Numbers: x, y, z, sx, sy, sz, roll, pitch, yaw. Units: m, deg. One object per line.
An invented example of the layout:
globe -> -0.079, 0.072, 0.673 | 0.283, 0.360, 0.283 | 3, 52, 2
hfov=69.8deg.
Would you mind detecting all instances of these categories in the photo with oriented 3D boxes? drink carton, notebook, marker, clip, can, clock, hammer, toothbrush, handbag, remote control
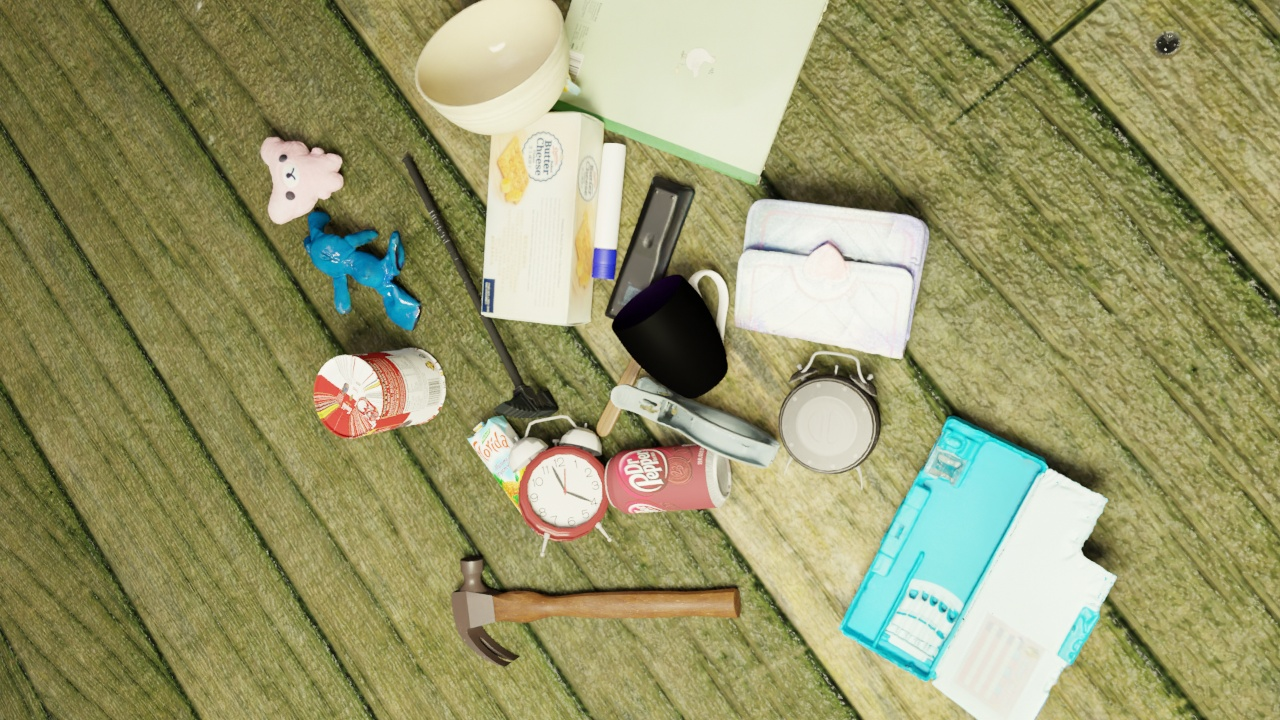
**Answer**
drink carton -> -0.131, 0.118, 0.975 | 0.044, 0.038, 0.129 | -41, 81, 19
notebook -> 0.033, -0.298, 0.893 | 0.253, 0.010, 0.182 | 25, 103, 18
marker -> -0.031, -0.149, 0.922 | 0.023, 0.027, 0.133 | 7, 95, 21
clip -> 0.059, 0.057, 0.894 | 0.163, 0.107, 0.028 | 24, 101, 14
can -> -0.277, 0.033, 0.984 | 0.087, 0.116, 0.086 | 2, 95, 21
clock -> -0.080, 0.124, 0.929 | 0.096, 0.048, 0.137 | -10, 76, -11
clock -> 0.176, 0.052, 0.846 | 0.091, 0.043, 0.123 | 9, 97, 20
hammer -> -0.054, 0.259, 0.962 | 0.324, 0.033, 0.115 | -7, 90, 21
toothbrush -> -0.005, 0.005, 0.929 | 0.016, 0.016, 0.167 | 31, 105, 18
can -> 0.027, 0.116, 0.899 | 0.114, 0.063, 0.063 | -7, 91, 22
hammer -> -0.185, -0.083, 0.967 | 0.015, 0.094, 0.324 | -34, 75, 21
handbag -> 0.170, -0.076, 0.827 | 0.159, 0.069, 0.126 | 12, 100, 18
remote control -> 0.007, -0.106, 0.911 | 0.047, 0.022, 0.150 | 24, 103, 18

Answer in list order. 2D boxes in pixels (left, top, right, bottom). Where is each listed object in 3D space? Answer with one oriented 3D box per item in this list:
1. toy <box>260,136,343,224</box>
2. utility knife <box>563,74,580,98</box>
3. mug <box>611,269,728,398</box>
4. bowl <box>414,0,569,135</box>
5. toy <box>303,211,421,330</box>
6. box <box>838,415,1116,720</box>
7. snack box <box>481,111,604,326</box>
toy -> -0.383, -0.209, 1.043 | 0.096, 0.052, 0.099 | -6, 91, 11
utility knife -> -0.117, -0.316, 0.936 | 0.163, 0.030, 0.017 | 38, 72, 18
mug -> 0.046, -0.029, 0.876 | 0.118, 0.085, 0.100 | -45, 111, -19
bowl -> -0.129, -0.270, 0.873 | 0.151, 0.075, 0.150 | -11, 56, 16
toy -> -0.314, -0.115, 1.016 | 0.176, 0.070, 0.113 | 31, 116, 16
box -> 0.300, 0.188, 0.802 | 0.185, 0.056, 0.227 | 30, 105, 27
snack box -> -0.099, -0.143, 0.929 | 0.104, 0.057, 0.208 | 7, 97, 25
